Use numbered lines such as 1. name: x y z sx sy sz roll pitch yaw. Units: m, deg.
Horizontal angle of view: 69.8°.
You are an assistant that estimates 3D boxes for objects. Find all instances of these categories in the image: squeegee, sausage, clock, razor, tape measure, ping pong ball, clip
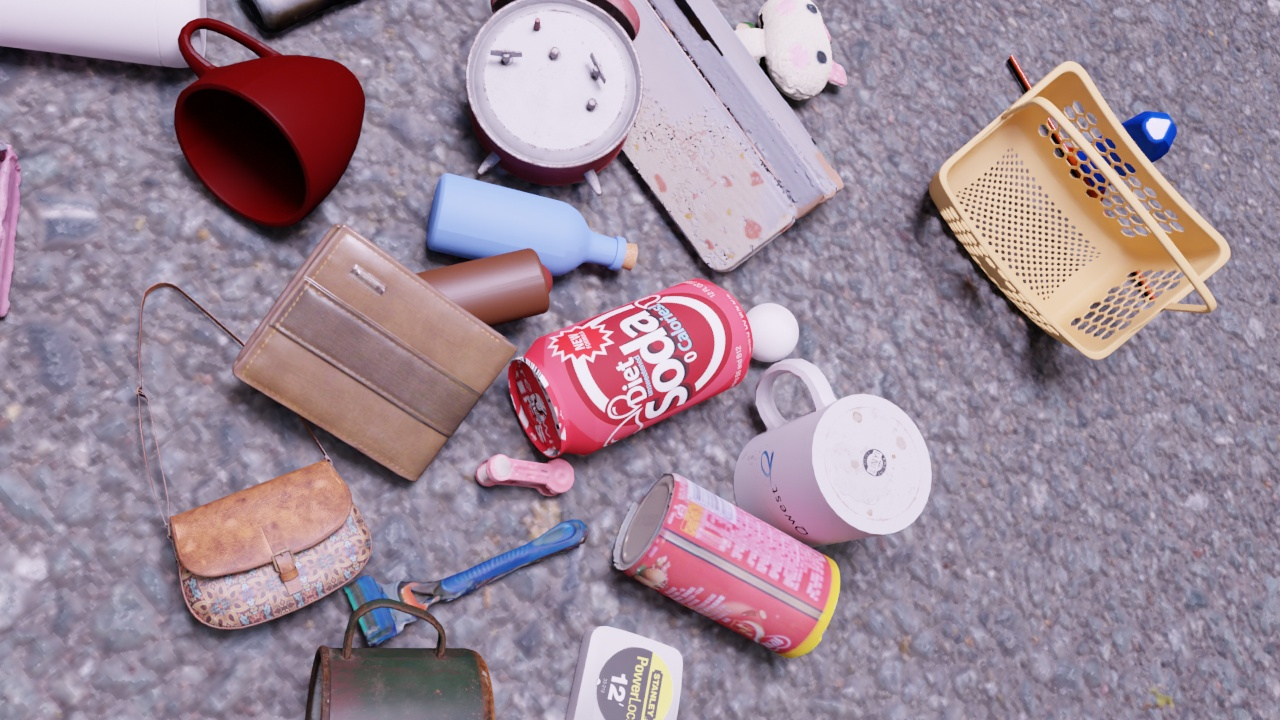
1. squeegee: 0.380 -0.165 0.725 0.055 0.184 0.249 -29 85 13
2. sausage: -0.126 -0.031 0.532 0.155 0.040 0.040 -15 80 -14
3. clock: -0.052 -0.192 0.586 0.110 0.062 0.156 9 86 -7
4. razor: -0.092 0.121 0.520 0.140 0.018 0.044 -16 44 -28
5. tape measure: -0.009 0.192 0.533 0.065 0.017 0.064 19 68 -16
6. ping pong ball: 0.087 -0.019 0.626 0.040 0.040 0.040 7 71 -21
7. clip: -0.071 0.069 0.547 0.060 0.044 0.023 18 68 -47

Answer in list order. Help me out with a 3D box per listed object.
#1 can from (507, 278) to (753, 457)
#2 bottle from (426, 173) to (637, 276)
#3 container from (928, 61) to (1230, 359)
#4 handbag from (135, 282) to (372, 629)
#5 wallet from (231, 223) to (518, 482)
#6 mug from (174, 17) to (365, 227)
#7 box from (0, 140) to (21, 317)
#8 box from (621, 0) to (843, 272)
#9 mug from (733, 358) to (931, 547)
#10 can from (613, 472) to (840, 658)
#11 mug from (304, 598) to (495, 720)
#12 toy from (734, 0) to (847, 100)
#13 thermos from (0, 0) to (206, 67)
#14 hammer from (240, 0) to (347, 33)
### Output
1. can: -0.003 0.003 0.562 0.142 0.075 0.074 -23 84 -27
2. bottle: -0.065 -0.079 0.577 0.131 0.048 0.048 11 70 -19
3. container: 0.311 -0.103 0.661 0.129 0.167 0.183 -41 93 5
4. handbag: -0.216 0.041 0.485 0.093 0.043 0.195 -21 79 -28
5. wallet: -0.142 -0.001 0.500 0.121 0.027 0.098 38 89 -25
6. mug: -0.207 -0.146 0.520 0.114 0.087 0.088 51 43 -21
7. box: -0.418 -0.081 0.398 0.232 0.107 0.099 3 74 -21
8. box: 0.039 -0.177 0.658 0.217 0.096 0.114 55 32 1
9. mug: 0.110 0.057 0.580 0.083 0.097 0.119 -21 83 -27
10. can: 0.053 0.123 0.552 0.124 0.067 0.066 30 65 -12
11. mug: -0.118 0.171 0.451 0.081 0.085 0.111 7 95 -22
12. toy: 0.114 -0.241 0.705 0.112 0.050 0.087 2 73 -27
13. thermos: -0.360 -0.217 0.490 0.229 0.069 0.101 0 65 -22
14. hammer: -0.113 -0.290 0.631 0.325 0.036 0.140 -35 87 -27
